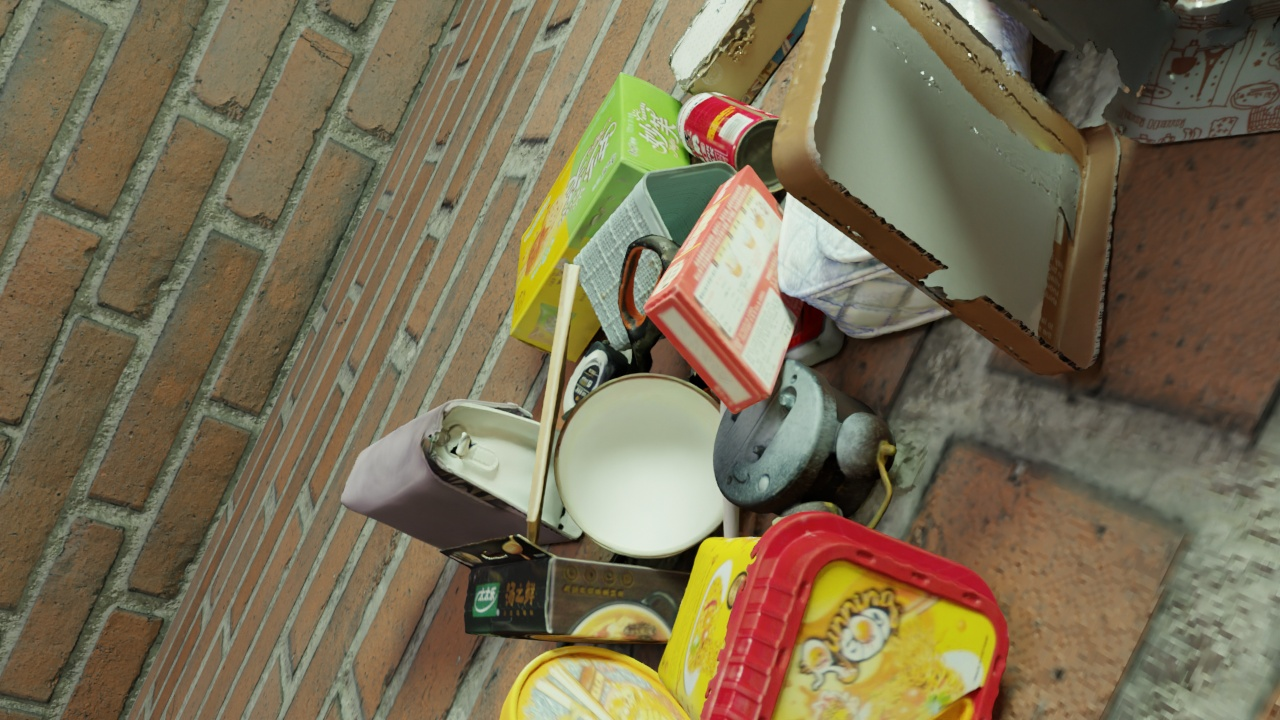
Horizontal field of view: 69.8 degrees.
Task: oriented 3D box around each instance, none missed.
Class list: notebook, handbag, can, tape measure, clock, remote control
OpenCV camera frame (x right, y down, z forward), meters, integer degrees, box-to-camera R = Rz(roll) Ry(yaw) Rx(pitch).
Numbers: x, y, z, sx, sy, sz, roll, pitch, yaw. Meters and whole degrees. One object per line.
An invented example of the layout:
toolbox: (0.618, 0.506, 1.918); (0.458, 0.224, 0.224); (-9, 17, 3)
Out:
notebook: (-0.060, 0.050, 0.592); (0.212, 0.012, 0.149); (109, 168, -69)
handbag: (0.143, -0.115, 0.493); (0.134, 0.075, 0.193); (-20, 51, 49)
can: (0.071, -0.168, 0.693); (0.053, 0.053, 0.132); (-59, 27, 12)
handbag: (-0.145, 0.097, 0.764); (0.198, 0.145, 0.098); (-25, 49, 52)
tape measure: (-0.033, 0.024, 0.745); (0.066, 0.033, 0.065); (-56, 26, 13)
clock: (0.087, 0.051, 0.477); (0.082, 0.055, 0.122); (-58, 28, 11)
remote control: (0.077, -0.010, 0.587); (0.136, 0.020, 0.055); (-28, 45, 51)

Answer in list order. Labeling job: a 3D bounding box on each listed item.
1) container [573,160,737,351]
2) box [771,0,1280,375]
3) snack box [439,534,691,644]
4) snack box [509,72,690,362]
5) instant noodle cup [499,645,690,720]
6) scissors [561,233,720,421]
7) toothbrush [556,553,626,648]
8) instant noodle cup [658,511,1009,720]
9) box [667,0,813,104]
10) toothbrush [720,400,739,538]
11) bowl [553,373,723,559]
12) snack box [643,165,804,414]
container: (0.020, -0.068, 0.640); (0.112, 0.090, 0.090); (-36, 77, 49)
box: (0.163, -0.104, 0.327); (0.157, 0.183, 0.193); (11, 78, 63)
snack box: (-0.046, 0.143, 0.558); (0.113, 0.125, 0.053); (-24, 58, 53)
snack box: (-0.039, -0.126, 0.817); (0.211, 0.070, 0.157); (-52, 25, 35)
instant noodle cup: (-0.035, 0.236, 0.485); (0.115, 0.118, 0.118); (-62, 26, 21)
scissors: (0.013, 0.017, 0.613); (0.211, 0.021, 0.222); (25, 133, 31)
toothbrush: (-0.015, 0.133, 0.640); (0.181, 0.018, 0.015); (-59, 30, 15)
instant noodle cup: (0.070, 0.127, 0.394); (0.116, 0.116, 0.124); (-70, 16, -10)
box: (0.099, -0.293, 0.747); (0.185, 0.059, 0.089); (-48, 31, 26)
toothbrush: (0.048, 0.099, 0.522); (0.016, 0.016, 0.179); (-12, 64, 31)
bowl: (0.005, 0.071, 0.575); (0.062, 0.113, 0.113); (85, -162, -69)
snack box: (0.056, -0.044, 0.506); (0.026, 0.075, 0.152); (-31, 18, 36)
